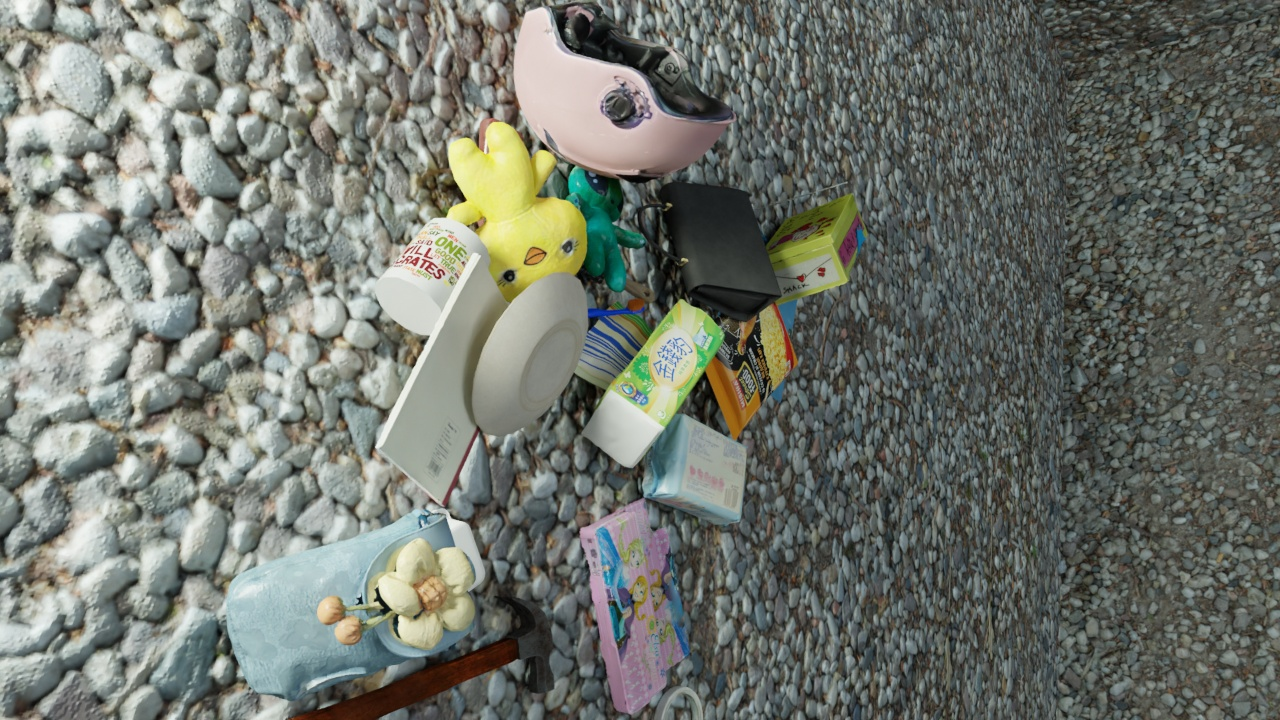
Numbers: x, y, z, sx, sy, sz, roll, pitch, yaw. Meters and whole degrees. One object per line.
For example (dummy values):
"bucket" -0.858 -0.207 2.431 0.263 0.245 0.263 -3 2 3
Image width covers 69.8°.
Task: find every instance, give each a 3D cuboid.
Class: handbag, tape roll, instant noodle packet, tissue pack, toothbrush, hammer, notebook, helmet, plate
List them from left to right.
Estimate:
"handbag" -0.229 0.199 0.741 0.191 0.119 0.122 -13 95 -22
"hammer" -0.197 0.305 0.877 0.299 0.028 0.111 -5 90 -51
"notebook" -0.177 0.022 0.892 0.153 0.012 0.208 70 38 -60
"handbag" -0.160 -0.199 0.999 0.055 0.029 0.119 20 75 -50
"plate" -0.104 0.000 0.959 0.188 0.027 0.189 -47 153 -34
"toothbrush" -0.069 -0.057 1.061 0.182 0.016 0.018 -7 128 -36
"helmet" -0.028 -0.289 1.029 0.255 0.153 0.229 25 25 -8
"tissue pack" -0.007 0.007 1.104 0.141 0.121 0.197 36 42 1
"tape roll" 0.048 0.464 1.170 0.093 0.013 0.093 11 76 -50
"tissue pack" 0.068 0.142 1.198 0.181 0.070 0.112 28 63 -43
"handbag" 0.074 -0.158 1.221 0.195 0.072 0.175 9 56 -39
"instant noodle packet" 0.155 -0.012 1.303 0.220 0.032 0.160 -43 117 -45
"toothbrush" 0.217 -0.240 1.346 0.010 0.182 0.010 -34 108 -53

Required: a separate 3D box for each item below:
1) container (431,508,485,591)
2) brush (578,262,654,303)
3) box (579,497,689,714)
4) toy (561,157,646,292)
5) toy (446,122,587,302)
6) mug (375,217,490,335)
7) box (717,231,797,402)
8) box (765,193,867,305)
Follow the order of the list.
"container" -0.205 0.201 0.862 0.128 0.050 0.081 -30 108 -49
"brush" -0.045 -0.107 1.097 0.151 0.012 0.038 29 54 -22
"box" 0.005 0.291 1.128 0.159 0.035 0.230 -18 100 -52
"toy" -0.053 -0.165 1.070 0.130 0.073 0.193 33 40 -45
"toy" -0.129 -0.143 0.955 0.133 0.092 0.208 -29 129 -12
"mug" -0.198 -0.072 0.901 0.105 0.073 0.089 81 30 -47
"box" 0.179 -0.071 1.394 0.174 0.034 0.231 38 56 -43
"box" 0.264 -0.173 1.389 0.081 0.125 0.220 63 32 -17
